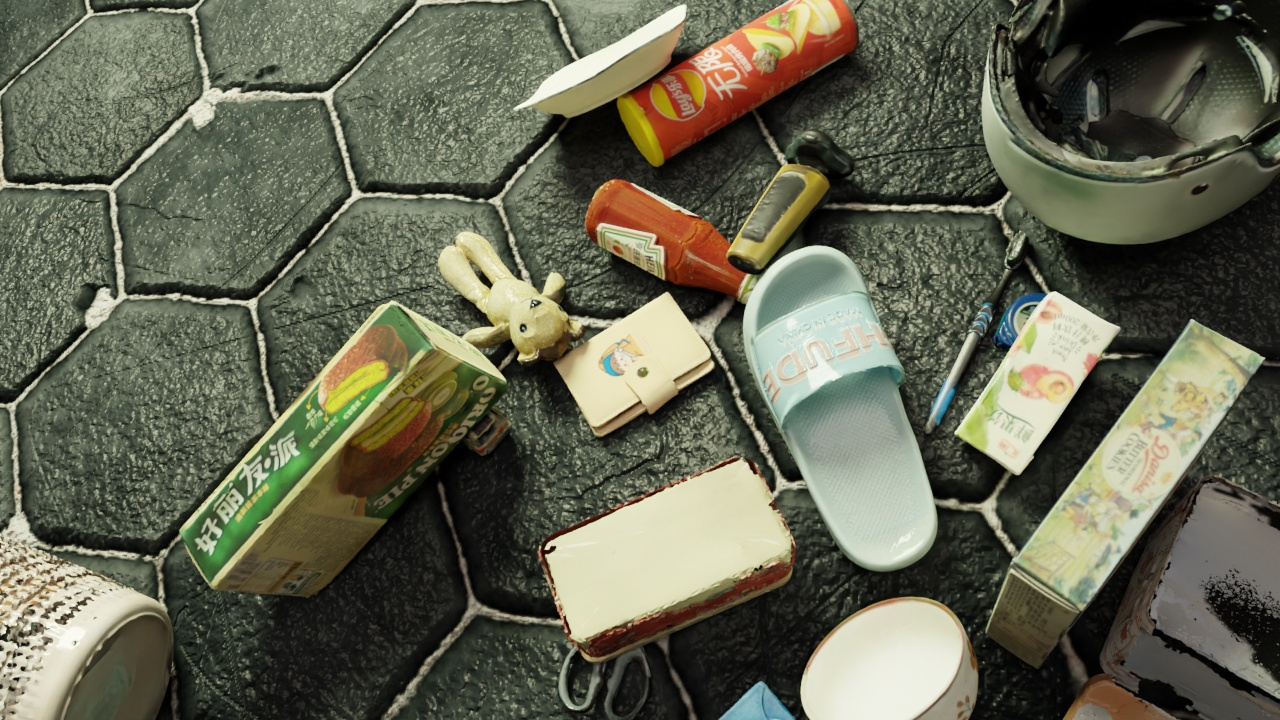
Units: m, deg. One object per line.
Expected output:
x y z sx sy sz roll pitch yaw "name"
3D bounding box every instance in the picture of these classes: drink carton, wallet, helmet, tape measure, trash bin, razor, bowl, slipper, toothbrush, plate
0.280 0.017 0.655 0.053 0.045 0.122 33 96 16 "drink carton"
0.087 0.294 0.596 0.106 0.040 0.133 -42 65 -3 "wallet"
0.376 -0.187 0.681 0.230 0.157 0.273 38 68 27 "helmet"
0.302 -0.022 0.695 0.058 0.025 0.054 24 72 11 "tape measure"
-0.471 0.228 0.669 0.192 0.228 0.227 11 68 4 "trash bin"
-0.004 0.004 0.755 0.115 0.024 0.087 -31 64 -4 "wallet"
0.118 -0.128 0.745 0.062 0.068 0.167 20 52 24 "razor"
0.167 0.213 0.587 0.113 0.113 0.062 -38 105 -6 "bowl"
0.145 0.031 0.664 0.104 0.074 0.245 -19 75 4 "slipper"
0.261 -0.023 0.711 0.014 0.016 0.189 23 74 29 "toothbrush"
-0.028 -0.263 0.835 0.164 0.034 0.164 -21 23 20 "plate"

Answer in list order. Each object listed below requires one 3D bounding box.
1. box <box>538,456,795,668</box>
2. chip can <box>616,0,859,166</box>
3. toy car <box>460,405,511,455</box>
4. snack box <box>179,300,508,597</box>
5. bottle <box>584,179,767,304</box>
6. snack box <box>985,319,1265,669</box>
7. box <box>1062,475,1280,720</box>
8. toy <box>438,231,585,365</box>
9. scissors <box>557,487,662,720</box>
0.020 0.140 0.647 0.168 0.080 0.091 -23 61 -3 "box"
0.088 -0.257 0.825 0.216 0.073 0.073 -30 63 -2 "chip can"
-0.150 0.040 0.766 0.090 0.035 0.042 36 77 27 "toy car"
-0.220 0.074 0.698 0.240 0.114 0.063 -48 63 3 "snack box"
0.050 -0.085 0.765 0.206 0.060 0.059 30 75 17 "bottle"
0.286 0.091 0.560 0.046 0.178 0.182 36 78 29 "snack box"
0.353 0.219 0.530 0.179 0.126 0.273 29 80 23 "box"
-0.115 -0.056 0.784 0.105 0.066 0.157 -34 57 -22 "toy"
-0.019 0.177 0.685 0.136 0.014 0.174 -21 63 1 "scissors"
